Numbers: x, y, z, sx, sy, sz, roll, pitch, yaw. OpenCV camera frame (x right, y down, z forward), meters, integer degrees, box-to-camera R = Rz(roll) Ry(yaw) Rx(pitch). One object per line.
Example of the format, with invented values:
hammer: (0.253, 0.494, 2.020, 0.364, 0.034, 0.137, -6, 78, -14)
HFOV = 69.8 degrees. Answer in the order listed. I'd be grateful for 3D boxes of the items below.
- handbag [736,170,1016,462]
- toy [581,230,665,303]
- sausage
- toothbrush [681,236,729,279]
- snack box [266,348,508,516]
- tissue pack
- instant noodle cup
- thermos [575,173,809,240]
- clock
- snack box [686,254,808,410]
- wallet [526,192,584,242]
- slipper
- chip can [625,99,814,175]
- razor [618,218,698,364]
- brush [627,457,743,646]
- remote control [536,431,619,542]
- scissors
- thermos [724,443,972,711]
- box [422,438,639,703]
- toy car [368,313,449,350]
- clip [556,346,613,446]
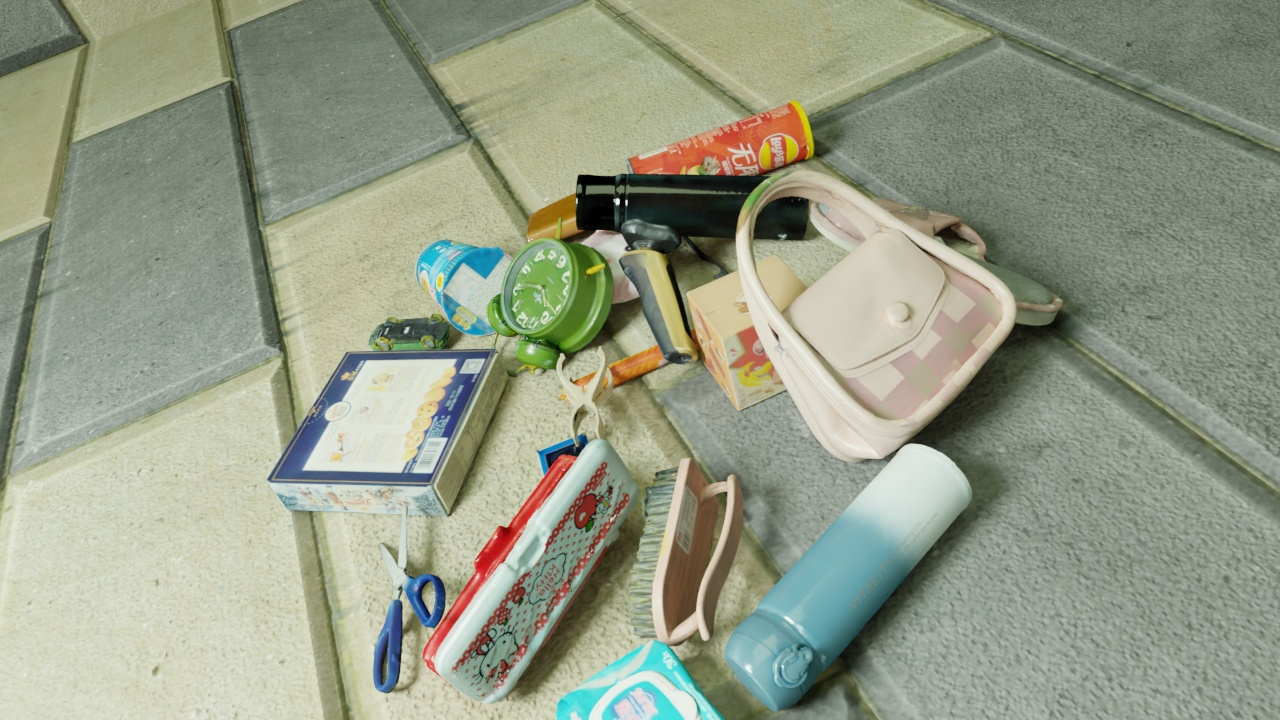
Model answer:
handbag: (0.173, -0.054, 0.754, 0.192, 0.094, 0.234, -39, 85, -25)
toy: (-0.027, -0.114, 1.013, 0.121, 0.054, 0.159, -2, 35, 17)
sausage: (-0.005, 0.005, 0.894, 0.165, 0.021, 0.021, -23, 41, -6)
toothbrush: (0.059, -0.125, 1.022, 0.017, 0.014, 0.189, -43, 41, 6)
snack box: (-0.241, 0.065, 0.897, 0.183, 0.046, 0.177, -1, 44, 19)
tissue pack: (0.014, 0.254, 0.594, 0.093, 0.050, 0.133, -32, 43, -17)
instant noodle cup: (-0.196, -0.089, 1.020, 0.099, 0.099, 0.110, -36, 36, -20)
thermos: (0.054, -0.169, 0.989, 0.242, 0.068, 0.090, 3, 14, 1)
clock: (-0.098, -0.056, 0.939, 0.161, 0.056, 0.116, -54, 51, 14)
snack box: (0.106, -0.025, 0.832, 0.092, 0.094, 0.077, -23, 42, -6)
wallet: (-0.072, -0.181, 1.096, 0.131, 0.035, 0.119, -21, 22, 5)
slipper: (0.273, -0.111, 0.870, 0.114, 0.054, 0.274, -9, 33, -38)
chip can: (0.094, -0.241, 1.088, 0.216, 0.073, 0.073, -19, 41, -1)
razor: (0.023, -0.068, 0.895, 0.068, 0.062, 0.167, -24, 58, 11)
brush: (0.035, 0.147, 0.693, 0.073, 0.063, 0.145, -10, 41, 25)
remote control: (-0.055, 0.114, 0.791, 0.049, 0.024, 0.124, -20, 42, -3)
scissors: (-0.194, 0.190, 0.741, 0.163, 0.012, 0.162, -13, 57, 53)
thermos: (0.148, 0.151, 0.648, 0.220, 0.070, 0.070, -41, 46, -24)
box: (-0.093, 0.148, 0.691, 0.095, 0.100, 0.200, 19, 62, 35)
toy car: (-0.251, -0.025, 1.004, 0.091, 0.036, 0.043, -5, 42, 16)
clip: (-0.037, 0.028, 0.840, 0.086, 0.035, 0.104, -24, 43, -9)
